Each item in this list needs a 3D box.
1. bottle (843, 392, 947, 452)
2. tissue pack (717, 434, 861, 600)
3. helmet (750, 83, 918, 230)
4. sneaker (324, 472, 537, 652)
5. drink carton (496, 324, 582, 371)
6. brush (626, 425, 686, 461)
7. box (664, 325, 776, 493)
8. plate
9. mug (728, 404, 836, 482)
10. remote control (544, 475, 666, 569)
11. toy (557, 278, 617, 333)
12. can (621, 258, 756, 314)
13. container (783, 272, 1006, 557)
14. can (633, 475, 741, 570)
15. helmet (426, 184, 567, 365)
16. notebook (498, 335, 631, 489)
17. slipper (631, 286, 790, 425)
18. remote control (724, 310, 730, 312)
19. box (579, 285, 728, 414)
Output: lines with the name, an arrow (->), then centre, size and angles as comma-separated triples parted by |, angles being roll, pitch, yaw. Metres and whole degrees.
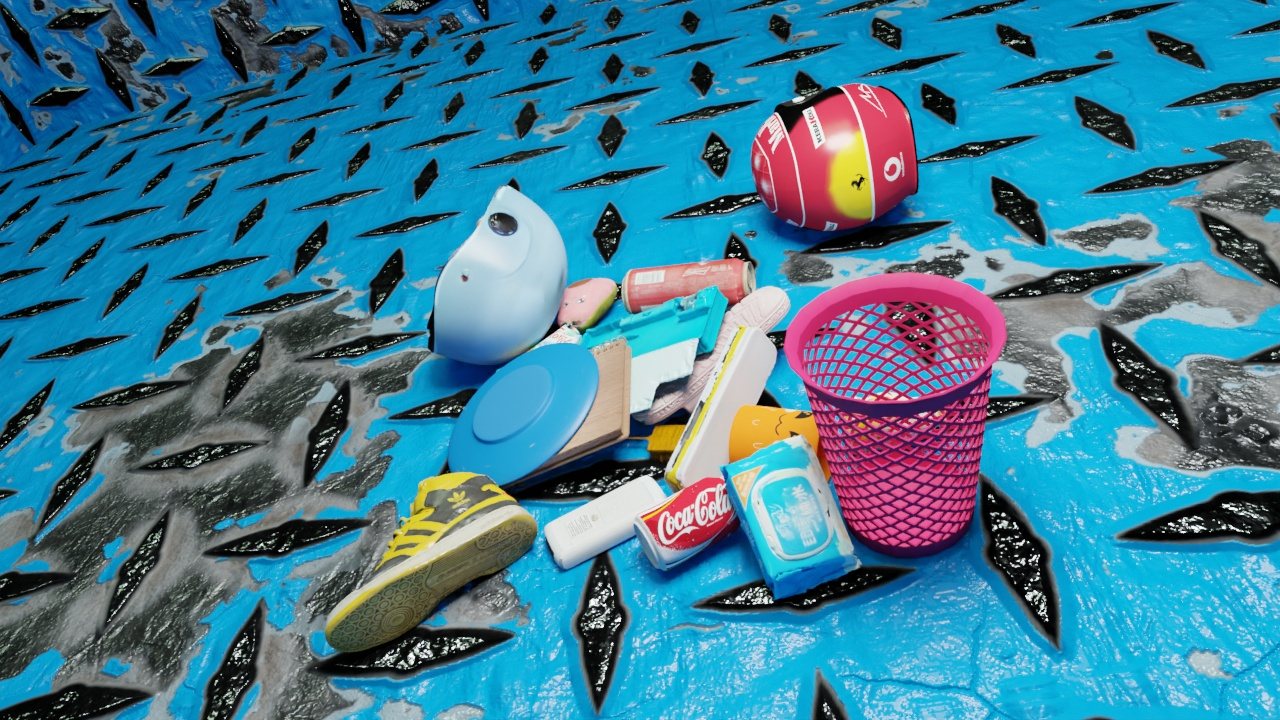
bottle -> 0.271, 0.064, 0.984 | 0.109, 0.063, 0.063 | -10, 36, 10
tissue pack -> 0.145, 0.150, 0.885 | 0.093, 0.062, 0.144 | -20, 75, -6
helmet -> 0.275, -0.299, 1.353 | 0.225, 0.198, 0.270 | -13, 28, 5
sneaker -> -0.240, 0.203, 0.984 | 0.238, 0.086, 0.122 | -28, 43, -21
drink carton -> -0.134, 0.000, 1.250 | 0.128, 0.039, 0.044 | -36, 50, -24
brush -> 0.032, 0.096, 1.076 | 0.126, 0.017, 0.048 | -1, 39, 20
box -> 0.092, 0.058, 1.015 | 0.045, 0.066, 0.209 | 14, 65, 34
plate -> -0.151, 0.057, 1.119 | 0.225, 0.024, 0.223 | -24, 37, 20
mug -> 0.147, 0.104, 0.974 | 0.096, 0.078, 0.112 | 5, 51, 28
remote control -> -0.036, 0.174, 0.994 | 0.138, 0.025, 0.060 | -26, 37, -9
toy -> -0.080, -0.079, 1.324 | 0.090, 0.051, 0.109 | -8, 38, 20
can -> 0.062, -0.094, 1.201 | 0.170, 0.067, 0.067 | -5, 38, 20
container -> 0.242, 0.063, 0.857 | 0.183, 0.226, 0.182 | -11, 36, 8
can -> 0.051, 0.165, 0.938 | 0.104, 0.064, 0.064 | -27, 37, -13
helmet -> -0.190, -0.110, 1.285 | 0.167, 0.226, 0.265 | 21, 62, -7
notebook -> -0.106, 0.065, 1.113 | 0.211, 0.022, 0.168 | -24, 37, 20
slipper -> 0.094, 0.006, 1.121 | 0.239, 0.064, 0.094 | -41, 25, -5
remote control -> 0.086, -0.087, 1.294 | 0.152, 0.020, 0.041 | 20, 26, 40
box -> -0.008, 0.006, 1.138 | 0.227, 0.039, 0.181 | -17, 40, 38
